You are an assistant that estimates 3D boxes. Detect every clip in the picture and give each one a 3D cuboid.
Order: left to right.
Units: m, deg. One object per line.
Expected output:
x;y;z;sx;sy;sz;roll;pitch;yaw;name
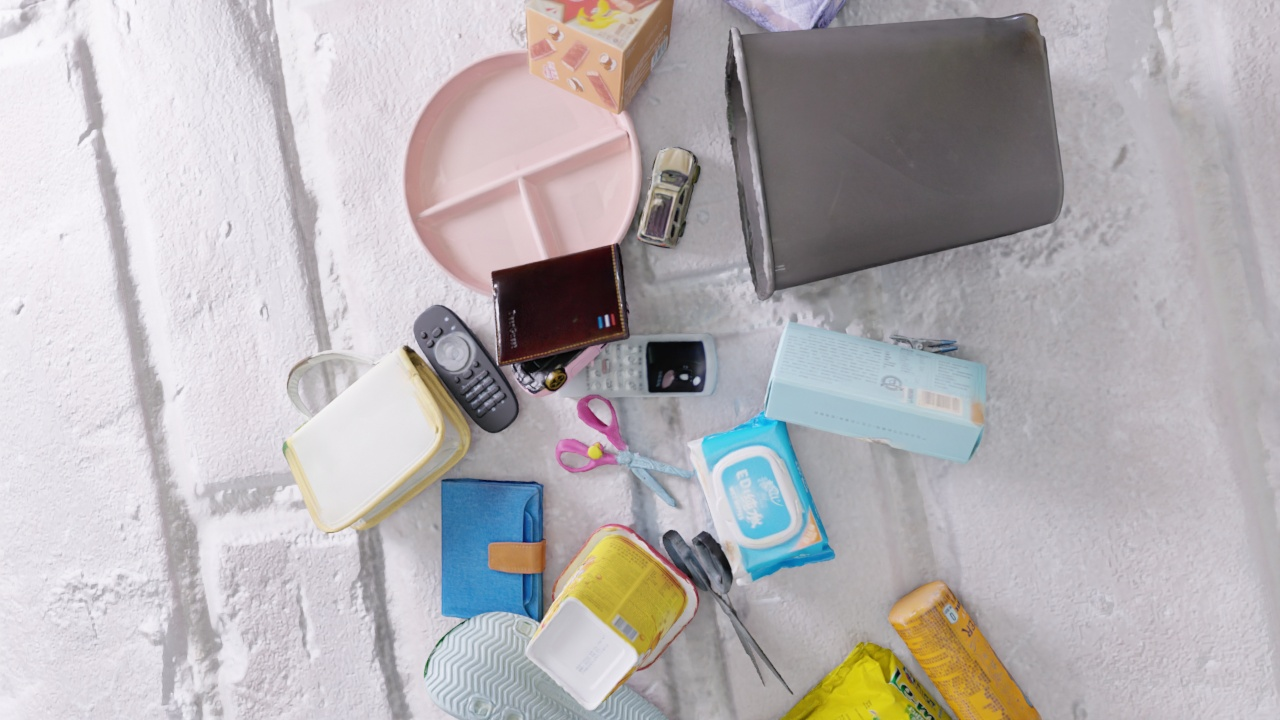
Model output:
0.243;-0.012;0.788;0.057;0.024;0.029;-5;87;17;clip

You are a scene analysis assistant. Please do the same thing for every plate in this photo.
-0.109;-0.169;0.848;0.230;0.028;0.229;0;92;12;plate

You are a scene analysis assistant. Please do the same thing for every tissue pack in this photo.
0.103;0.118;0.797;0.090;0.063;0.140;-20;88;9;tissue pack

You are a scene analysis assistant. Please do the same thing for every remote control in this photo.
-0.162;0.008;0.865;0.053;0.024;0.136;-38;83;11;remote control
-0.005;0.005;0.836;0.150;0.021;0.058;-2;92;12;remote control

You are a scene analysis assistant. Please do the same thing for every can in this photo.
0.273;0.260;0.771;0.058;0.058;0.146;-36;85;10;can

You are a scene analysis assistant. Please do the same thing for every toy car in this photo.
-0.061;-0.017;0.818;0.122;0.037;0.056;-42;64;-4;toy car
0.025;-0.147;0.819;0.042;0.035;0.090;15;92;9;toy car

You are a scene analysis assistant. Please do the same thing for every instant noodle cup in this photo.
-0.028;0.222;0.786;0.116;0.123;0.116;39;111;7;instant noodle cup

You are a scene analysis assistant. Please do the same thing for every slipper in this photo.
-0.077;0.313;0.827;0.245;0.074;0.103;31;54;-6;slipper

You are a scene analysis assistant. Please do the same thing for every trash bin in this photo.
0.185;-0.161;0.718;0.220;0.198;0.199;-9;92;4;trash bin

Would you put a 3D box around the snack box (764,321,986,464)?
0.195;0.025;0.765;0.175;0.074;0.052;13;133;10;snack box

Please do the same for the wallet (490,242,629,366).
-0.072;-0.049;0.805;0.122;0.020;0.096;-12;64;13;wallet

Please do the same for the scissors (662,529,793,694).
0.075;0.213;0.805;0.014;0.160;0.173;-34;52;-24;scissors

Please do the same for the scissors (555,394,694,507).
-0.012;0.080;0.838;0.136;0.017;0.105;13;108;12;scissors

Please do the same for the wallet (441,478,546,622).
-0.139;0.179;0.861;0.106;0.040;0.133;1;93;15;wallet

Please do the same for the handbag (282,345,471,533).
-0.263;0.056;0.877;0.163;0.063;0.178;-38;70;10;handbag

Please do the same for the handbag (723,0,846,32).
0.099;-0.369;0.777;0.194;0.075;0.134;36;98;9;handbag

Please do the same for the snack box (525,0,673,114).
-0.035;-0.285;0.787;0.094;0.077;0.092;27;66;9;snack box

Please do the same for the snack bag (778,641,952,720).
0.223;0.375;0.781;0.158;0.068;0.246;-44;83;9;snack bag
